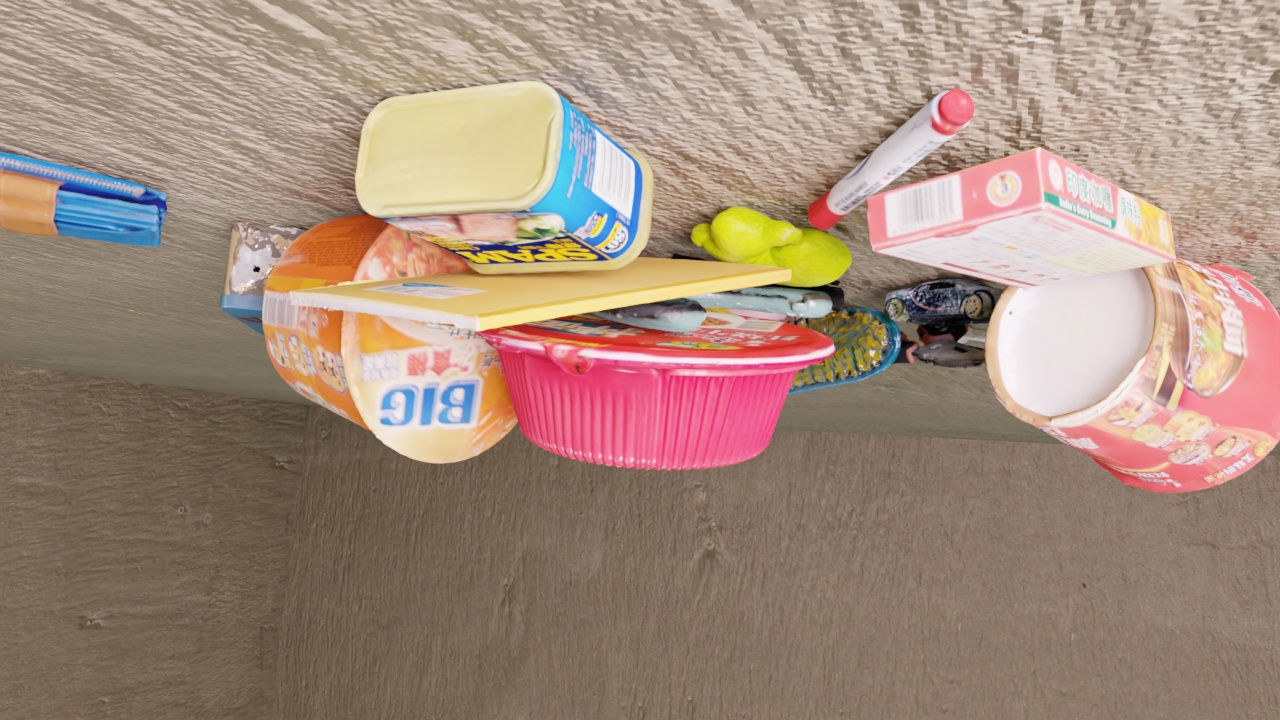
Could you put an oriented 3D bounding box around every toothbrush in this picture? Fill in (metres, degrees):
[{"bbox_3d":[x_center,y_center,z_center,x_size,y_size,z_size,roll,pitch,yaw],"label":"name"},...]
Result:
[{"bbox_3d":[0.351,-0.015,0.819,0.180,0.016,0.016,7,167,-17],"label":"toothbrush"}]

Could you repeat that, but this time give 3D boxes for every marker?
[{"bbox_3d":[0.103,-0.083,0.398,0.017,0.017,0.145,5,173,-7],"label":"marker"},{"bbox_3d":[0.081,-0.054,0.633,0.132,0.022,0.020,8,180,-21],"label":"marker"}]

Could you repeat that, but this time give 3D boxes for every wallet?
[{"bbox_3d":[-0.349,-0.091,0.532,0.133,0.040,0.106,7,177,-27],"label":"wallet"}]

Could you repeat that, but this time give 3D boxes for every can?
[{"bbox_3d":[-0.058,-0.075,0.394,0.102,0.057,0.083,1,171,26],"label":"can"}]

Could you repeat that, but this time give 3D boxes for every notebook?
[{"bbox_3d":[-0.043,-0.038,0.456,0.146,0.010,0.205,9,-165,42],"label":"notebook"}]

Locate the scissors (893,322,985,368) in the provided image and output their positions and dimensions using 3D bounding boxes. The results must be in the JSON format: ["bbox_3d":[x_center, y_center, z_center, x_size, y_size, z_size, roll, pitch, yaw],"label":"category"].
[{"bbox_3d":[0.226,-0.014,0.668,0.181,0.015,0.210,-25,-175,-33],"label":"scissors"}]

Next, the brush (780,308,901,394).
[{"bbox_3d":[0.129,-0.004,0.701,0.144,0.055,0.073,-14,171,30],"label":"brush"}]

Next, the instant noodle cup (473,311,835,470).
[{"bbox_3d":[0.004,0.011,0.492,0.194,0.066,0.193,3,-170,-1],"label":"instant noodle cup"}]

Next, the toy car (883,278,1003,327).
[{"bbox_3d":[0.216,-0.039,0.624,0.048,0.031,0.106,4,180,-35],"label":"toy car"}]

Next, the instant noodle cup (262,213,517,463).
[{"bbox_3d":[-0.143,-0.023,0.549,0.112,0.151,0.151,10,178,38],"label":"instant noodle cup"}]

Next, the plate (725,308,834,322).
[{"bbox_3d":[0.090,-0.015,0.820,0.229,0.028,0.230,7,167,1],"label":"plate"}]

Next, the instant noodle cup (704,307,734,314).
[{"bbox_3d":[-0.004,0.004,0.664,0.138,0.109,0.138,20,176,1],"label":"instant noodle cup"}]

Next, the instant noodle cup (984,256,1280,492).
[{"bbox_3d":[0.272,-0.001,0.519,0.108,0.137,0.138,17,168,-26],"label":"instant noodle cup"}]

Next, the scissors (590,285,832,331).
[{"bbox_3d":[0.033,-0.033,0.518,0.174,0.019,0.170,4,-169,-4],"label":"scissors"}]

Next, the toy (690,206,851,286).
[{"bbox_3d":[0.079,-0.062,0.524,0.100,0.031,0.097,10,175,-15],"label":"toy"}]

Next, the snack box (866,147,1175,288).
[{"bbox_3d":[0.181,-0.060,0.425,0.155,0.027,0.077,4,170,-44],"label":"snack box"}]

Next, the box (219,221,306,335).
[{"bbox_3d":[-0.252,-0.051,0.691,0.089,0.063,0.184,6,171,-9],"label":"box"}]
